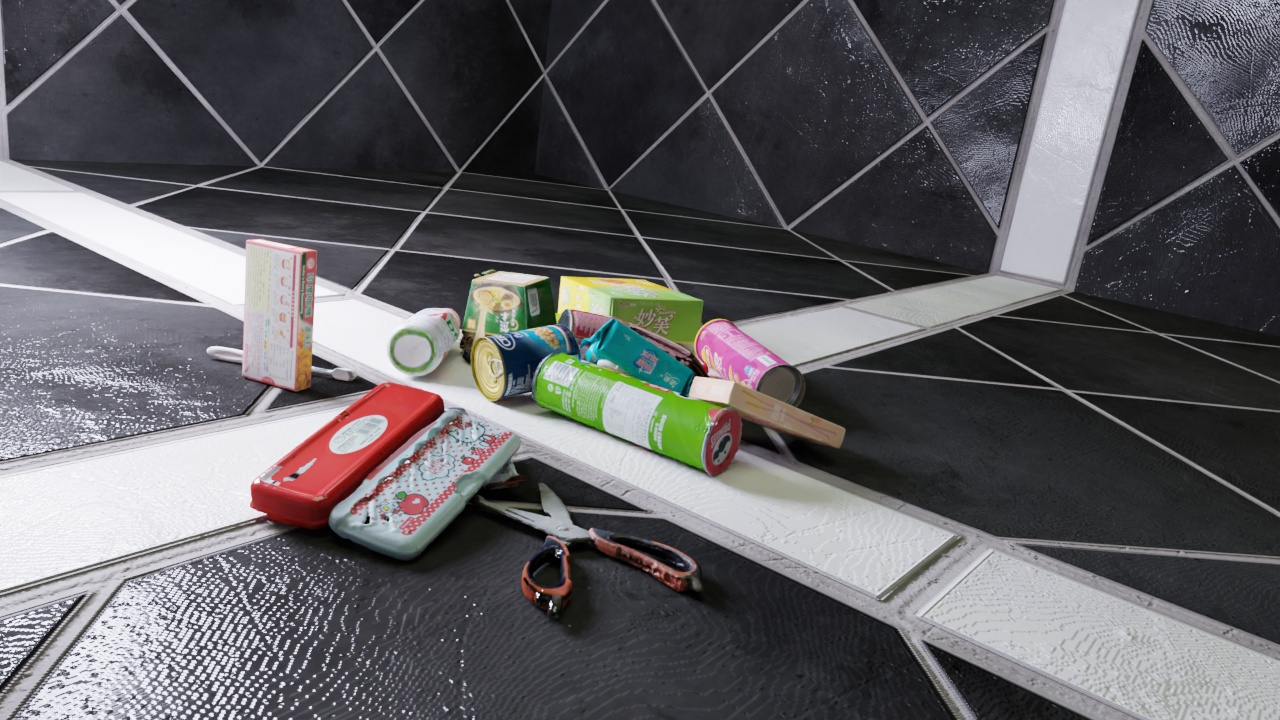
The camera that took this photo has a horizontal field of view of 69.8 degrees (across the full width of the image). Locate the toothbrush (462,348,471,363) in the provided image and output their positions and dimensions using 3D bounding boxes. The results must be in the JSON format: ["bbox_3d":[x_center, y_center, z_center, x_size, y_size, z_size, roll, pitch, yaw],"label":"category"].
[{"bbox_3d":[-0.159,0.018,1.144,0.189,0.017,0.014,21,26,35],"label":"toothbrush"}]

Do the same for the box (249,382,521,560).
[{"bbox_3d":[-0.209,0.087,0.785,0.158,0.039,0.200,12,27,15],"label":"box"}]

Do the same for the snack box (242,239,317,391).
[{"bbox_3d":[-0.398,-0.050,1.007,0.077,0.156,0.027,13,15,19],"label":"snack box"}]

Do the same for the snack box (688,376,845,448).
[{"bbox_3d":[0.139,0.057,1.007,0.157,0.026,0.084,21,-6,-25],"label":"snack box"}]

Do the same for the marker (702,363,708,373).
[{"bbox_3d":[0.027,0.014,1.243,0.145,0.017,0.017,-1,18,-27],"label":"marker"}]

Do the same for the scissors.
[{"bbox_3d":[-0.049,0.148,0.742,0.189,0.015,0.225,5,17,-8],"label":"scissors"}]

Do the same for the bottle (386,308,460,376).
[{"bbox_3d":[-0.270,-0.033,1.181,0.068,0.068,0.196,7,13,-2],"label":"bottle"}]

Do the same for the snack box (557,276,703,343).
[{"bbox_3d":[-0.020,-0.081,1.432,0.157,0.070,0.210,0,13,-26],"label":"snack box"}]

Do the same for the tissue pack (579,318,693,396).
[{"bbox_3d":[-0.006,0.006,1.063,0.133,0.050,0.093,35,-14,-4],"label":"tissue pack"}]

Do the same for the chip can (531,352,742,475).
[{"bbox_3d":[-0.008,0.052,0.991,0.236,0.072,0.072,18,19,33],"label":"chip can"}]

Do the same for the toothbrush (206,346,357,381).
[{"bbox_3d":[-0.419,0.003,1.072,0.180,0.016,0.016,9,8,4],"label":"toothbrush"}]

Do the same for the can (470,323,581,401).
[{"bbox_3d":[-0.134,0.001,1.085,0.111,0.075,0.075,-12,25,-38],"label":"can"}]

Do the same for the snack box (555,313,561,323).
[{"bbox_3d":[-0.170,-0.056,1.356,0.156,0.026,0.085,10,15,24],"label":"snack box"}]

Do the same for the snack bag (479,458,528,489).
[{"bbox_3d":[-0.136,0.097,0.857,0.048,0.026,0.104,-6,20,-19],"label":"snack bag"}]

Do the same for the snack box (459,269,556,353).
[{"bbox_3d":[-0.171,-0.061,1.230,0.118,0.106,0.118,9,17,17],"label":"snack box"}]

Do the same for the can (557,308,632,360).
[{"bbox_3d":[-0.060,-0.029,1.220,0.093,0.066,0.066,10,14,-22],"label":"can"}]

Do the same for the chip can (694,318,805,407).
[{"bbox_3d":[0.141,0.006,1.226,0.071,0.071,0.210,2,17,-19],"label":"chip can"}]

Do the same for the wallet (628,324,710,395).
[{"bbox_3d":[0.038,0.010,1.147,0.125,0.032,0.101,25,-20,43],"label":"wallet"}]

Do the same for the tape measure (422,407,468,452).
[{"bbox_3d":[-0.201,0.070,0.908,0.065,0.033,0.066,0,15,-20],"label":"tape measure"}]
